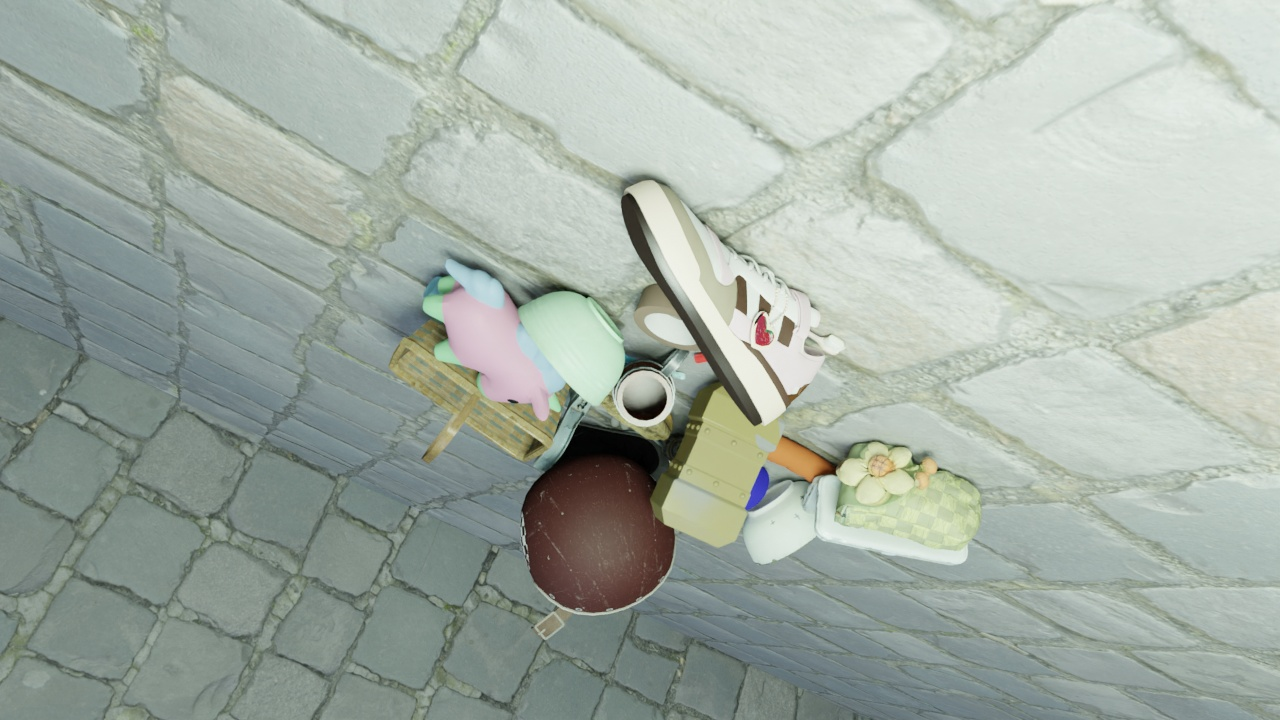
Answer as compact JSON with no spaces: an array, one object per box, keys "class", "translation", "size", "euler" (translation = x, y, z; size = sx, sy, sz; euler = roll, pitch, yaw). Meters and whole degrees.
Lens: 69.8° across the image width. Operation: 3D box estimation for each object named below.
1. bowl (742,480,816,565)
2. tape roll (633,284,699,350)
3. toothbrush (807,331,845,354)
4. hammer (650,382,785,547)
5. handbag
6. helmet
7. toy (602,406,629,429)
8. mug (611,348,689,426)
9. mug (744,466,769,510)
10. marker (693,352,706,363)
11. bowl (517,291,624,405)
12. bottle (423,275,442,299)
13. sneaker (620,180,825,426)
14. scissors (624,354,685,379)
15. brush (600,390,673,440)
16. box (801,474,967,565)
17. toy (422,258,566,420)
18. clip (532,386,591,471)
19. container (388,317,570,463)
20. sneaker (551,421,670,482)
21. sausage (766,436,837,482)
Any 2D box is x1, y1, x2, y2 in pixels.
[{"class":"bowl","translation":[0.215,0.232,1.379],"size":[0.073,0.153,0.154],"euler":[55,153,-3]},{"class":"tape roll","translation":[0.041,-0.047,1.031],"size":[0.094,0.030,0.094],"euler":[19,157,8]},{"class":"toothbrush","translation":[0.138,-0.053,0.951],"size":[0.181,0.015,0.018],"euler":[29,150,-17]},{"class":"hammer","translation":[0.077,0.132,1.274],"size":[0.100,0.190,0.325],"euler":[25,175,-8]},{"class":"handbag","translation":[0.337,0.162,1.152],"size":[0.186,0.113,0.117],"euler":[14,143,12]},{"class":"helmet","translation":[-0.070,0.254,1.317],"size":[0.233,0.233,0.254],"euler":[-17,171,-13]},{"class":"toy","translation":[-0.035,0.064,1.352],"size":[0.049,0.030,0.112],"euler":[14,144,18]},{"class":"mug","translation":[0.016,0.028,1.136],"size":[0.081,0.117,0.111],"euler":[41,-178,-3]},{"class":"mug","translation":[0.128,0.169,1.388],"size":[0.083,0.079,0.111],"euler":[39,170,-35]},{"class":"marker","translation":[0.115,-0.009,1.075],"size":[0.013,0.012,0.142],"euler":[36,154,-31]},{"class":"bowl","translation":[-0.069,-0.026,1.084],"size":[0.151,0.077,0.150],"euler":[51,-174,-8]},{"class":"bottle","translation":[-0.227,-0.063,1.228],"size":[0.130,0.040,0.040],"euler":[35,154,-29]},{"class":"sneaker","translation":[0.094,-0.067,0.881],"size":[0.294,0.116,0.111],"euler":[55,179,-29]},{"class":"scissors","translation":[-0.007,0.007,1.199],"size":[0.136,0.055,0.015],"euler":[14,-159,3]},{"class":"brush","translation":[-0.022,0.050,1.271],"size":[0.059,0.043,0.195],"euler":[-21,130,36]},{"class":"box","translation":[0.330,0.227,1.240],"size":[0.211,0.105,0.130],"euler":[9,143,2]},{"class":"toy","translation":[-0.174,-0.028,1.151],"size":[0.171,0.119,0.222],"euler":[10,134,16]},{"class":"clip","translation":[-0.109,0.071,1.371],"size":[0.031,0.169,0.164],"euler":[30,-162,-18]},{"class":"container","translation":[-0.242,0.061,1.291],"size":[0.250,0.186,0.158],"euler":[36,155,-10]},{"class":"sneaker","translation":[-0.040,0.175,1.551],"size":[0.257,0.093,0.160],"euler":[6,161,36]},{"class":"sausage","translation":[0.234,0.149,1.283],"size":[0.164,0.039,0.045],"euler":[31,131,-22]}]
